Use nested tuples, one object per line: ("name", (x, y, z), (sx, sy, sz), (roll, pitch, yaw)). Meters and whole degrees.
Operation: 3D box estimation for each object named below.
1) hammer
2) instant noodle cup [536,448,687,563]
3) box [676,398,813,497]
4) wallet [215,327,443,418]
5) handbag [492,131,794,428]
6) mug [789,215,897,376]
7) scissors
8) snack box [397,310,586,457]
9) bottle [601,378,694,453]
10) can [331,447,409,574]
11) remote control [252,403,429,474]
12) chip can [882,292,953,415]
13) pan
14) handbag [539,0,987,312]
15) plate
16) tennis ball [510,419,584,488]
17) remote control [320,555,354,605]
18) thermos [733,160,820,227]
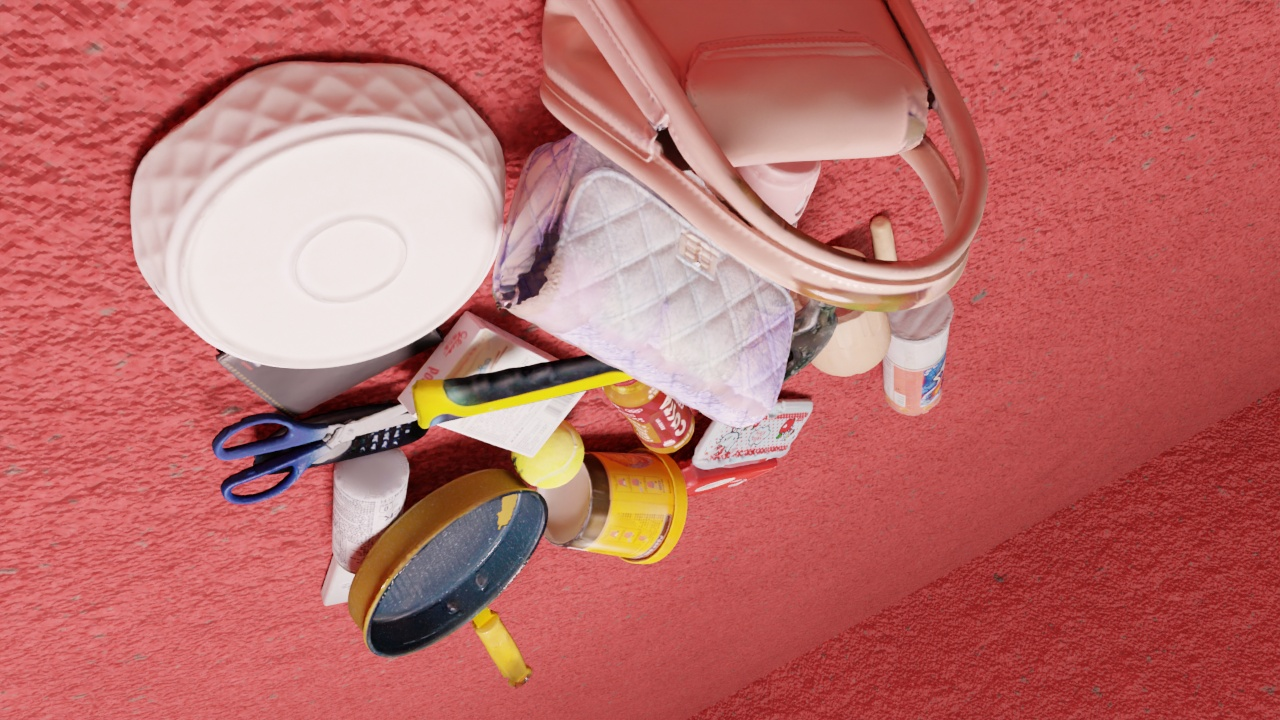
("hammer", (-0.004, 0.004, 0.680), (0.323, 0.032, 0.126), (-12, 146, -16))
("instant noodle cup", (-0.033, 0.143, 0.922), (0.114, 0.118, 0.119), (12, 133, -40))
("box", (0.104, 0.102, 1.020), (0.161, 0.058, 0.200), (-46, 155, 27))
("wallet", (-0.205, -0.012, 0.617), (0.122, 0.020, 0.096), (-28, 151, -3))
("handbag", (0.011, -0.052, 0.562), (0.193, 0.134, 0.076), (27, 155, -33))
("mug", (0.192, -0.059, 0.829), (0.124, 0.084, 0.103), (-51, 151, -8))
("scissors", (-0.220, 0.046, 0.657), (0.172, 0.012, 0.133), (-39, 144, -10))
("snack box", (-0.109, 0.024, 0.724), (0.085, 0.027, 0.156), (-51, 147, 5))
("bottle", (0.004, 0.030, 0.822), (0.057, 0.057, 0.175), (-29, 151, 2))
("can", (-0.231, 0.127, 0.778), (0.058, 0.058, 0.147), (-12, 148, -27))
("remote control", (-0.226, 0.055, 0.698), (0.136, 0.024, 0.053), (-11, 145, -35))
("chip can", (0.297, -0.008, 0.999), (0.071, 0.071, 0.215), (-29, 152, 1))
("pan", (-0.157, 0.237, 0.884), (0.197, 0.078, 0.358), (-37, 153, -21))
("handbag", (0.073, -0.119, 0.452), (0.193, 0.234, 0.094), (-13, 146, -26))
("plate", (-0.167, -0.068, 0.513), (0.204, 0.045, 0.205), (-22, 146, -16))
("tennis ball", (-0.083, 0.082, 0.824), (0.065, 0.065, 0.066), (-21, 151, -13))
("remote control", (-0.274, 0.198, 0.896), (0.056, 0.019, 0.135), (-7, 145, -33))
("thermos", (0.076, -0.088, 0.694), (0.087, 0.067, 0.199), (-46, 166, -40))
